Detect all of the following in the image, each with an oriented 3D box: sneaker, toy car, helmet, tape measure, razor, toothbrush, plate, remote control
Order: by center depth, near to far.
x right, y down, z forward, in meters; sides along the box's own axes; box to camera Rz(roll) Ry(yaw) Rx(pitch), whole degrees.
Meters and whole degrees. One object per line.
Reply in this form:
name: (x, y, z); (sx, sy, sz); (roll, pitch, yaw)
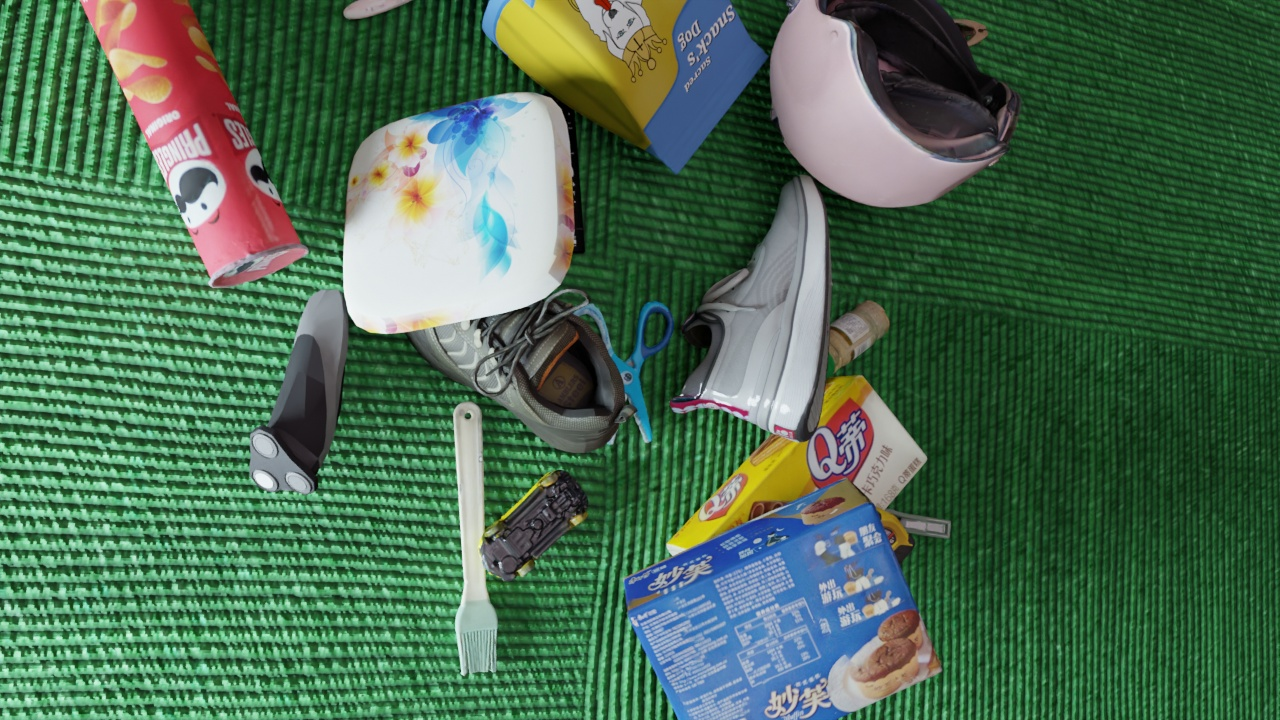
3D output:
plate: (-0.142, -0.116, 0.685); (0.187, 0.016, 0.186); (-10, 68, 13)
razor: (-0.248, 0.020, 0.687); (0.057, 0.060, 0.156); (1, 62, 20)
sneaker: (-0.099, -0.016, 0.697); (0.238, 0.143, 0.101); (41, 73, -9)
toy car: (-0.088, 0.134, 0.749); (0.106, 0.030, 0.049); (-40, 101, -27)
toothbrush: (-0.164, -0.320, 0.769); (0.181, 0.018, 0.015); (-29, 95, -20)
tape measure: (0.193, 0.157, 0.785); (0.064, 0.037, 0.065); (41, 86, -20)
remote control: (-0.068, -0.162, 0.796); (0.030, 0.009, 0.140); (-3, 86, -22)
sneaker: (0.105, -0.054, 0.817); (0.129, 0.097, 0.262); (5, 62, 15)
helmet: (0.215, -0.242, 0.830); (0.230, 0.153, 0.254); (22, 51, -20)

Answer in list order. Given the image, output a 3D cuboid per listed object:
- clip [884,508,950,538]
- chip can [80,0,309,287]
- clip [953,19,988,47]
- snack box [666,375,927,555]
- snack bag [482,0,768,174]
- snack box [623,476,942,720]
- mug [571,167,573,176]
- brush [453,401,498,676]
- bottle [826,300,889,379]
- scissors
clip: (0.262, 0.157, 0.877); (0.078, 0.049, 0.023); (13, 78, -26)
chip can: (-0.325, -0.173, 0.664); (0.073, 0.073, 0.233); (-25, 94, -22)
clip: (0.340, -0.347, 0.966); (0.060, 0.024, 0.039); (-35, 100, -31)
snack box: (0.142, 0.126, 0.823); (0.229, 0.062, 0.110); (-43, 101, -19)
snack bag: (-0.005, -0.278, 0.777); (0.205, 0.102, 0.158); (40, 70, -10)
snack box: (0.110, 0.209, 0.727); (0.203, 0.069, 0.155); (-25, 101, 1)
mug: (-0.125, -0.142, 0.744); (0.114, 0.081, 0.087); (27, 80, 15)
brush: (-0.135, 0.142, 0.741); (0.033, 0.012, 0.217); (-1, 84, -22)
bottle: (0.185, -0.015, 0.864); (0.110, 0.043, 0.043); (-35, 98, -22)
scissors: (-0.003, 0.007, 0.804); (0.114, 0.013, 0.140); (-21, 91, -19)
